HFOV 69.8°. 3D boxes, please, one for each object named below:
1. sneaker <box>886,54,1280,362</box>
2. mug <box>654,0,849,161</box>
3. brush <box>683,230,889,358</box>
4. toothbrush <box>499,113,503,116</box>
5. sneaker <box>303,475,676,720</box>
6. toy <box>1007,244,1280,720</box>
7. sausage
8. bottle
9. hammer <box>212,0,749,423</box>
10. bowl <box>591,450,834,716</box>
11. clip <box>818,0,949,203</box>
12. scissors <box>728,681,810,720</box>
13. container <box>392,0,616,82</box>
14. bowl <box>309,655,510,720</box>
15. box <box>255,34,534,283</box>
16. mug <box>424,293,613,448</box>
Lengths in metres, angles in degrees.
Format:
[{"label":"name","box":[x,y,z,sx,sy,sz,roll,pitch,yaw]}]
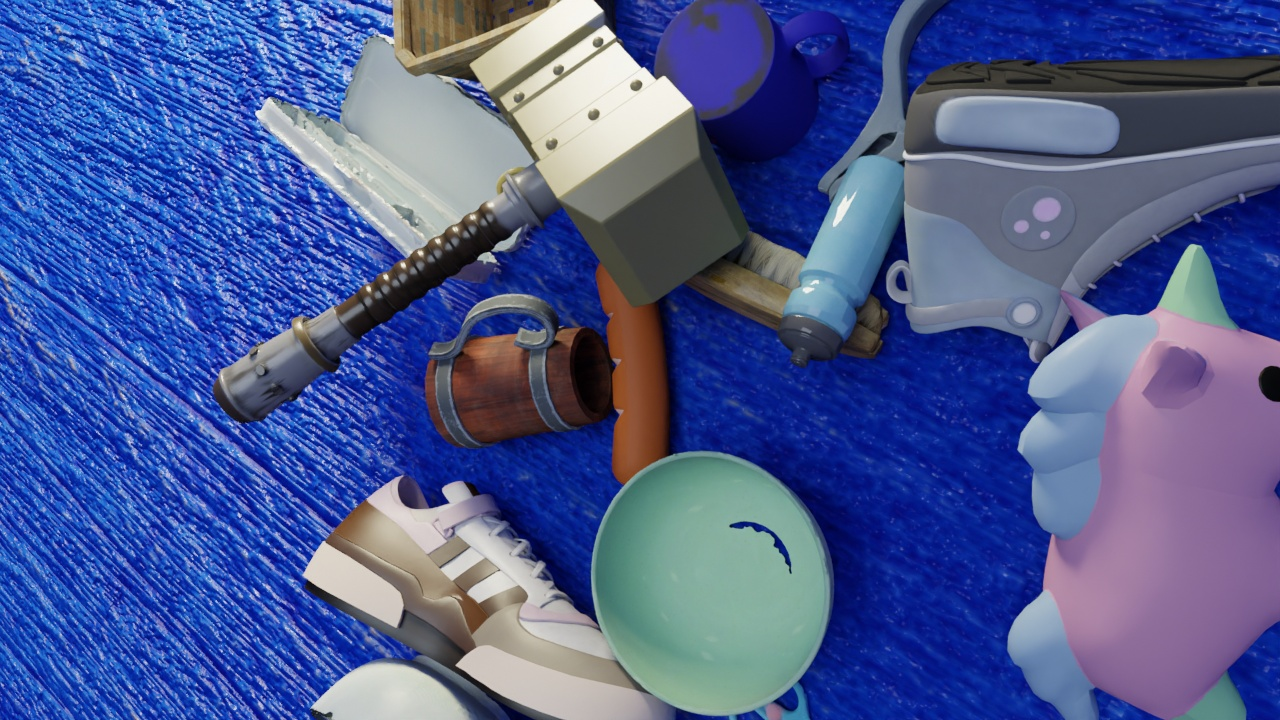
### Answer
[{"label":"sneaker","box":[0.263,-0.071,0.471,0.257,0.092,0.161,5,116,12]},{"label":"mug","box":[0.076,-0.183,0.578,0.111,0.083,0.079,-21,74,25]},{"label":"brush","box":[0.066,-0.056,0.582,0.195,0.059,0.043,28,87,24]},{"label":"toothbrush","box":[-0.038,-0.164,0.678,0.181,0.015,0.018,18,99,29]},{"label":"sneaker","box":[-0.091,0.160,0.633,0.294,0.112,0.116,17,72,29]},{"label":"toy","box":[0.234,0.075,0.426,0.171,0.120,0.222,32,104,-5]},{"label":"sausage","box":[-0.004,0.004,0.625,0.044,0.039,0.164,-10,80,24]},{"label":"bottle","box":[0.114,-0.054,0.519,0.040,0.040,0.130,18,73,29]},{"label":"hammer","box":[-0.120,-0.063,0.562,0.325,0.101,0.190,-34,51,2]},{"label":"bowl","box":[0.052,0.131,0.559,0.151,0.077,0.151,-4,83,28]},{"label":"clip","box":[0.183,-0.178,0.553,0.169,0.031,0.164,-9,78,26]},{"label":"scissors","box":[0.109,0.238,0.552,0.136,0.015,0.055,35,99,31]},{"label":"container","box":[-0.118,-0.335,0.643,0.158,0.186,0.249,-9,80,27]},{"label":"bowl","box":[-0.143,0.256,0.628,0.153,0.153,0.072,16,54,29]},{"label":"box","box":[-0.183,-0.153,0.684,0.211,0.105,0.130,35,111,17]},{"label":"mug","box":[-0.089,0.005,0.635,0.111,0.117,0.081,-8,44,24]}]
